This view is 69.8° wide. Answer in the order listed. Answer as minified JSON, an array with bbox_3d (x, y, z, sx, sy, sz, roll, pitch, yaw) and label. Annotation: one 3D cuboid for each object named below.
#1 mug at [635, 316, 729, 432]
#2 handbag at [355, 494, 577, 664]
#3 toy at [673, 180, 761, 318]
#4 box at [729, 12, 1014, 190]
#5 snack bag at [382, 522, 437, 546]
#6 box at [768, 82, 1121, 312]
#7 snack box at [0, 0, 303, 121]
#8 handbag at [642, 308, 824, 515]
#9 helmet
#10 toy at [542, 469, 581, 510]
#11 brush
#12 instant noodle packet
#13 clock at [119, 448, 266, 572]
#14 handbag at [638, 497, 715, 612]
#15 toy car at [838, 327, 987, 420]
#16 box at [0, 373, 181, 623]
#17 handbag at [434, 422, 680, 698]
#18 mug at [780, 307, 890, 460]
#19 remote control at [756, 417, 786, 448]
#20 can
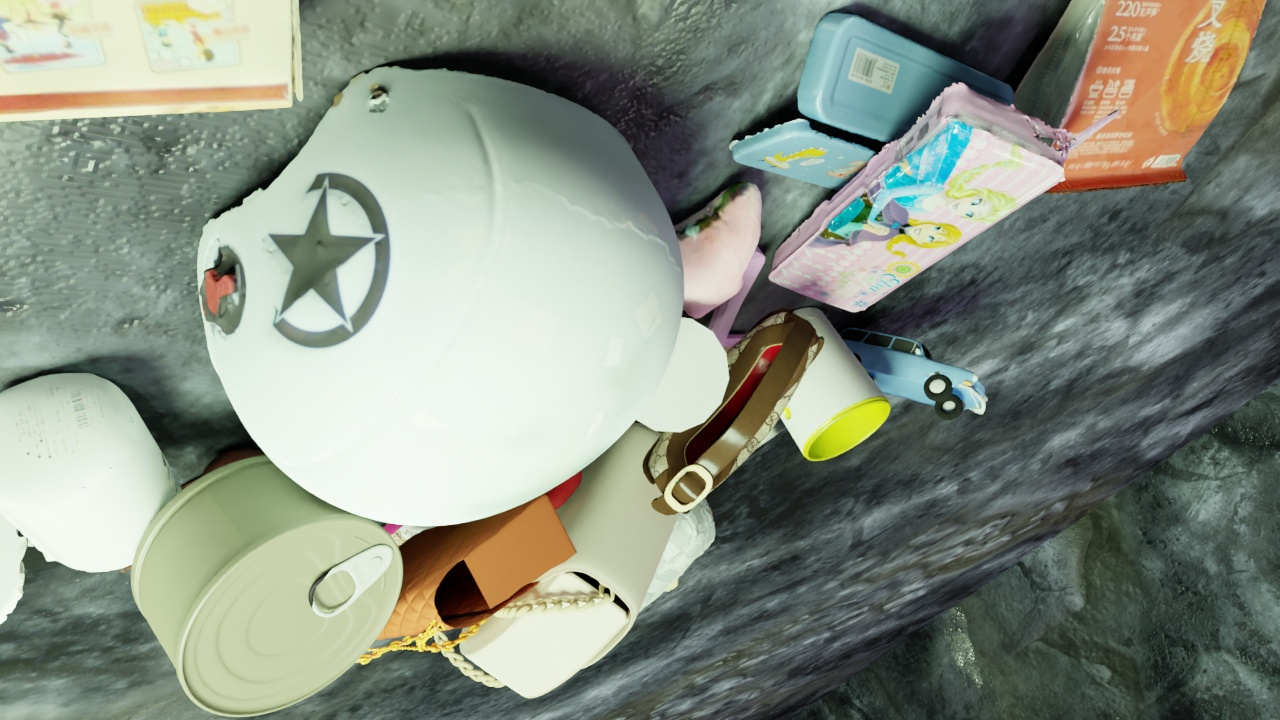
[{"bbox_3d":[-0.004,0.004,0.626,0.105,0.073,0.089,4,-175,-13],"label":"mug"},{"bbox_3d":[-0.136,0.155,0.618,0.172,0.060,0.108,-23,-175,45],"label":"handbag"},{"bbox_3d":[0.043,-0.066,0.611,0.102,0.050,0.093,-33,148,-1],"label":"toy"},{"bbox_3d":[0.162,-0.145,0.595,0.209,0.049,0.121,3,137,-41],"label":"box"},{"bbox_3d":[-0.177,0.174,0.831,0.070,0.016,0.196,-38,150,12],"label":"snack bag"},{"bbox_3d":[0.200,-0.094,0.607,0.158,0.066,0.231,-6,165,-20],"label":"box"},{"bbox_3d":[-0.209,-0.145,0.262,0.207,0.055,0.154,-12,147,-28],"label":"snack box"},{"bbox_3d":[0.063,0.037,0.635,0.166,0.063,0.138,-49,177,-7],"label":"handbag"},{"bbox_3d":[-0.092,-0.002,0.482,0.265,0.163,0.236,-41,148,22],"label":"helmet"},{"bbox_3d":[-0.105,0.076,0.651,0.124,0.096,0.131,-1,145,28],"label":"toy"},{"bbox_3d":[0.064,0.002,0.744,0.089,0.043,0.229,-16,148,-23],"label":"brush"},{"bbox_3d":[0.353,-0.230,0.618,0.164,0.084,0.221,-8,136,-25],"label":"instant noodle packet"},{"bbox_3d":[-0.256,0.118,0.616,0.158,0.072,0.120,-37,150,16],"label":"clock"},{"bbox_3d":[0.008,0.169,0.894,0.123,0.112,0.172,-8,146,-49],"label":"handbag"},{"bbox_3d":[0.236,0.009,0.824,0.056,0.153,0.054,42,70,-51],"label":"toy car"},{"bbox_3d":[-0.327,0.080,0.491,0.143,0.083,0.137,-24,152,-21],"label":"box"},{"bbox_3d":[-0.058,0.152,0.730,0.209,0.103,0.210,-42,-166,44],"label":"handbag"},{"bbox_3d":[0.149,0.020,0.782,0.082,0.106,0.083,-21,150,-13],"label":"mug"},{"bbox_3d":[0.102,0.078,0.875,0.074,0.019,0.151,-36,172,12],"label":"remote control"},{"bbox_3d":[-0.210,0.125,0.521,0.127,0.073,0.128,-29,136,-33],"label":"can"}]
